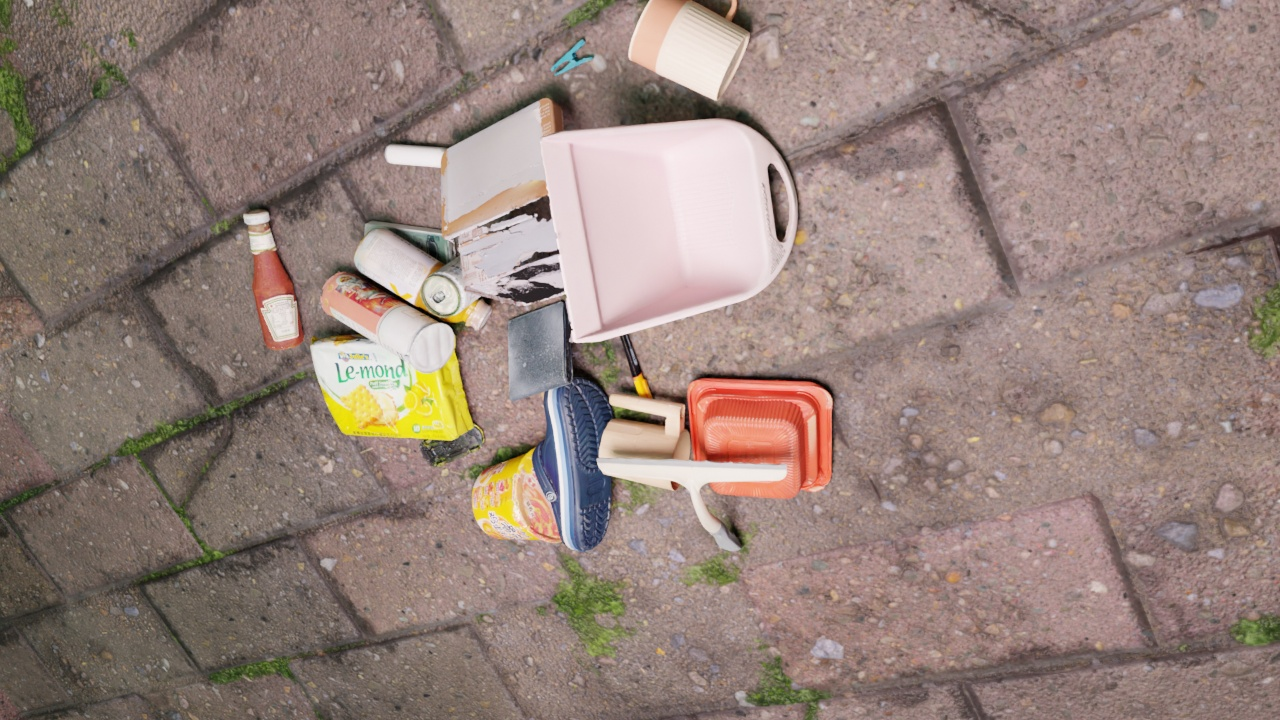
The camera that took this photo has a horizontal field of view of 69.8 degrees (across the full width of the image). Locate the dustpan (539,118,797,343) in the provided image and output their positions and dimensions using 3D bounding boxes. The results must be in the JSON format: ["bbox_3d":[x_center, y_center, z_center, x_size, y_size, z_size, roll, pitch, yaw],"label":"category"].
[{"bbox_3d":[0.043,-0.156,0.995,0.139,0.272,0.222,0,107,41],"label":"dustpan"}]

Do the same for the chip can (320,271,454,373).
[{"bbox_3d":[-0.349,-0.055,1.251,0.215,0.071,0.071,26,125,34],"label":"chip can"}]

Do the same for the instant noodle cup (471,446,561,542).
[{"bbox_3d":[-0.167,0.197,1.317,0.110,0.137,0.138,-14,109,36],"label":"instant noodle cup"}]

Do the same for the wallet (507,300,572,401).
[{"bbox_3d":[-0.136,-0.013,1.220,0.097,0.019,0.120,-17,65,27],"label":"wallet"}]

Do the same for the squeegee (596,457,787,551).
[{"bbox_3d":[0.093,0.205,1.198,0.247,0.039,0.247,0,145,23],"label":"squeegee"}]

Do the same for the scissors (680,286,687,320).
[{"bbox_3d":[0.070,-0.131,1.120,0.179,0.019,0.170,-3,112,22],"label":"scissors"}]

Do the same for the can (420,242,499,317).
[{"bbox_3d":[-0.219,-0.106,1.170,0.058,0.146,0.058,9,117,17],"label":"can"}]

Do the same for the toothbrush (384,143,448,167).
[{"bbox_3d":[-0.224,-0.256,1.168,0.221,0.026,0.026,8,140,18],"label":"toothbrush"}]

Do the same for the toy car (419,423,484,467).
[{"bbox_3d":[-0.281,0.124,1.381,0.105,0.032,0.048,-23,105,18],"label":"toy car"}]

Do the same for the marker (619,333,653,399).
[{"bbox_3d":[-0.007,0.007,1.219,0.015,0.018,0.124,-10,110,26],"label":"marker"}]

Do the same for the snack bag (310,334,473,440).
[{"bbox_3d":[-0.362,0.033,1.345,0.247,0.068,0.158,1,116,22],"label":"snack bag"}]

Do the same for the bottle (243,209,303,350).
[{"bbox_3d":[-0.543,-0.118,1.348,0.060,0.059,0.206,5,114,20],"label":"bottle"}]

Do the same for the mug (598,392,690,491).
[{"bbox_3d":[0.006,0.106,1.227,0.104,0.084,0.125,9,116,19],"label":"mug"}]

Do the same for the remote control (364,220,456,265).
[{"bbox_3d":[-0.317,-0.157,1.259,0.135,0.019,0.056,10,120,17],"label":"remote control"}]

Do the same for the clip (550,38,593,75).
[{"bbox_3d":[-0.082,-0.351,1.072,0.057,0.015,0.050,-26,106,29],"label":"clip"}]

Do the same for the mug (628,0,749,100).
[{"bbox_3d":[0.060,-0.352,0.983,0.106,0.081,0.114,29,93,4],"label":"mug"}]

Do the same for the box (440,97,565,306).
[{"bbox_3d":[-0.134,-0.188,1.120,0.183,0.156,0.193,-14,75,27],"label":"box"}]

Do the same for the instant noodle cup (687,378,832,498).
[{"bbox_3d":[0.150,0.108,1.172,0.189,0.078,0.165,0,119,17],"label":"instant noodle cup"}]

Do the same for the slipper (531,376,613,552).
[{"bbox_3d":[-0.096,0.139,1.266,0.095,0.104,0.253,4,108,30],"label":"slipper"}]

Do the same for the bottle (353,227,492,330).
[{"bbox_3d":[-0.287,-0.104,1.224,0.189,0.067,0.068,32,123,-3],"label":"bottle"}]
